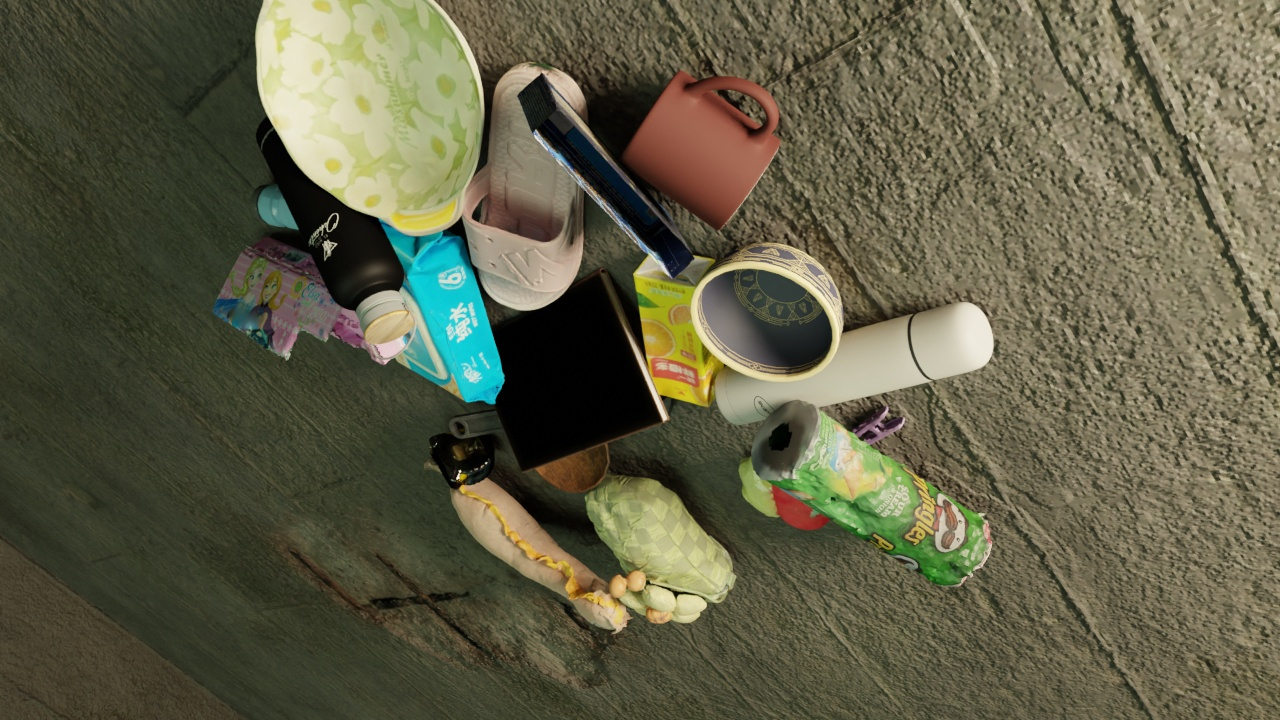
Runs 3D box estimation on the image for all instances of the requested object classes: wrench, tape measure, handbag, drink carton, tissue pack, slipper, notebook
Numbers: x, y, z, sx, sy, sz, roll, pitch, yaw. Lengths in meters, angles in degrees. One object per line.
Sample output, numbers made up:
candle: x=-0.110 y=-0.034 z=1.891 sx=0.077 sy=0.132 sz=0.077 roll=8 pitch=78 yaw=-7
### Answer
wrench: x=-0.086 y=0.051 z=0.908 sx=0.274 sy=0.018 sz=0.073 roll=-11 pitch=106 yaw=32
tape measure: x=-0.193 y=0.106 z=1.020 sx=0.067 sy=0.062 sz=0.038 roll=53 pitch=149 yaw=33
handbag: x=0.008 y=0.205 z=0.963 sx=0.113 sy=0.116 sz=0.186 roll=-12 pitch=127 yaw=38
drink carton: x=0.035 y=-0.026 z=0.768 sx=0.059 sy=0.042 sz=0.135 roll=14 pitch=137 yaw=24
tissue pack: x=-0.196 y=-0.048 z=0.850 sx=0.117 sy=0.065 sz=0.210 roll=27 pitch=146 yaw=32
slipper: x=-0.094 y=-0.118 z=0.732 sx=0.094 sy=0.064 sz=0.240 roll=24 pitch=138 yaw=7
notebook: x=-0.074 y=0.017 z=0.852 sx=0.210 sy=0.008 sz=0.141 roll=-24 pitch=89 yaw=44

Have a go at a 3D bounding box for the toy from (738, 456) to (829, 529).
toy: x=0.151 y=0.119 z=0.844 sx=0.135 sy=0.045 sz=0.092 roll=5 pitch=131 yaw=33

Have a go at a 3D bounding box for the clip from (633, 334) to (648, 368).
clip: x=-0.003 y=0.002 z=0.828 sx=0.025 sy=0.043 sz=0.061 roll=-25 pitch=108 yaw=29

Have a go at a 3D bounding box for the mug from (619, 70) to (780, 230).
mug: x=0.046 y=-0.148 z=0.607 sx=0.082 sy=0.073 sz=0.106 roll=34 pitch=145 yaw=-5

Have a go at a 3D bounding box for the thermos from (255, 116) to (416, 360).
thermos: x=-0.241 y=-0.102 z=0.746 sx=0.231 sy=0.061 sz=0.061 roll=59 pitch=143 yaw=17

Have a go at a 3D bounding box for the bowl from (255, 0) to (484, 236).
bowl: x=-0.190 y=-0.204 z=0.686 sx=0.189 sy=0.060 sz=0.219 roll=-11 pitch=115 yaw=28

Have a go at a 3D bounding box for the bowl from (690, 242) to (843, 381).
bowl: x=0.101 y=-0.045 z=0.692 sx=0.112 sy=0.061 sz=0.113 roll=17 pitch=138 yaw=15

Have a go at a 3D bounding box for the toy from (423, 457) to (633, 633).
toy: x=-0.124 y=0.212 z=1.032 sx=0.264 sy=0.065 sz=0.196 roll=29 pitch=164 yaw=39

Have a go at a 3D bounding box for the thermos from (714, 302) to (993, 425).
thermos: x=0.160 y=0.005 z=0.716 sx=0.225 sy=0.052 sz=0.052 roll=-17 pitch=121 yaw=41

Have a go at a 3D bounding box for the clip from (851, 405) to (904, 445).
clip: x=0.198 y=0.055 z=0.777 sx=0.036 sy=0.013 sz=0.053 roll=27 pitch=143 yaw=5

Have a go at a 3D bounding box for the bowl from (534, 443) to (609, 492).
bowl: x=-0.076 y=0.079 z=0.941 sx=0.102 sy=0.026 sz=0.114 roll=-39 pitch=90 yaw=33

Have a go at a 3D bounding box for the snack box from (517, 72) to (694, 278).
snack box: x=-0.024 y=-0.129 z=0.645 sx=0.027 sy=0.082 sz=0.150 roll=-39 pitch=123 yaw=10

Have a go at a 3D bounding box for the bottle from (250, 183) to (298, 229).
bottle: x=-0.310 y=-0.141 z=0.854 sx=0.130 sy=0.040 sz=0.040 roll=10 pitch=136 yaw=22

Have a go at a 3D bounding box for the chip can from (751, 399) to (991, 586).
chip can: x=0.191 y=0.111 z=0.751 sx=0.223 sy=0.075 sz=0.076 roll=32 pitch=142 yaw=-26

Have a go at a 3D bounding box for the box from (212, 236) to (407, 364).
box: x=-0.326 y=-0.045 z=0.864 sx=0.231 sy=0.096 sz=0.085 roll=21 pitch=144 yaw=43
